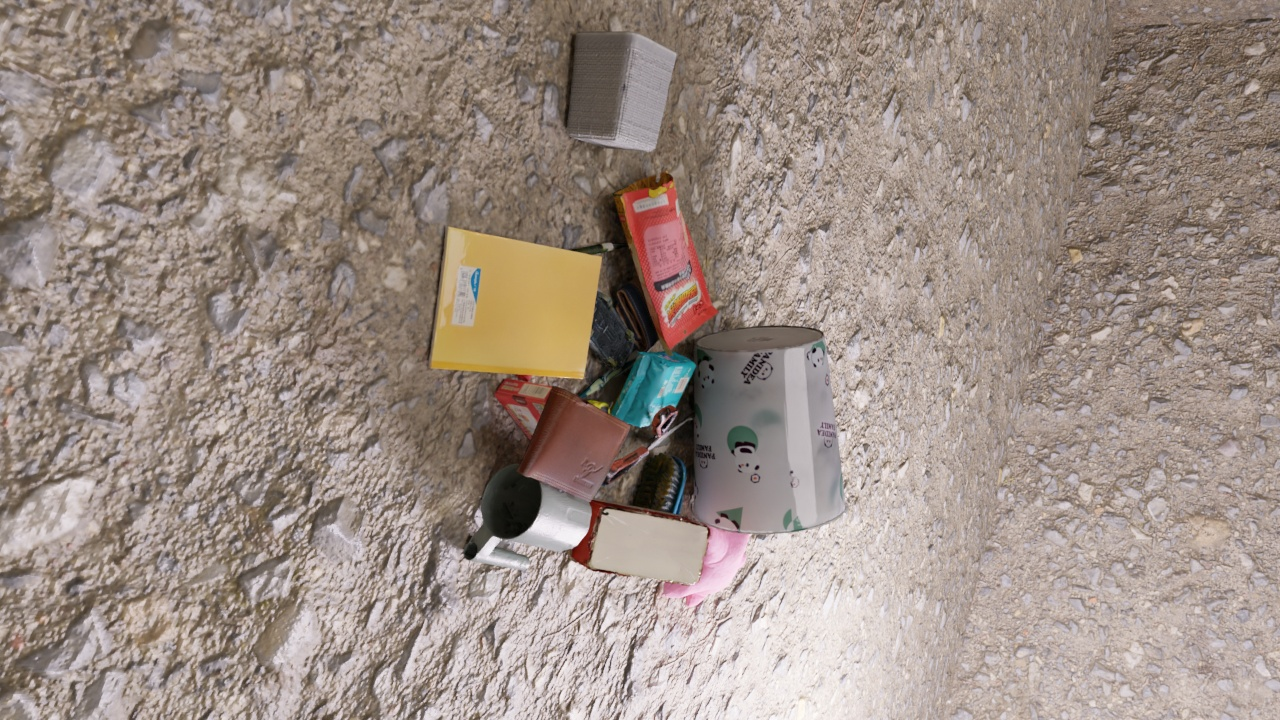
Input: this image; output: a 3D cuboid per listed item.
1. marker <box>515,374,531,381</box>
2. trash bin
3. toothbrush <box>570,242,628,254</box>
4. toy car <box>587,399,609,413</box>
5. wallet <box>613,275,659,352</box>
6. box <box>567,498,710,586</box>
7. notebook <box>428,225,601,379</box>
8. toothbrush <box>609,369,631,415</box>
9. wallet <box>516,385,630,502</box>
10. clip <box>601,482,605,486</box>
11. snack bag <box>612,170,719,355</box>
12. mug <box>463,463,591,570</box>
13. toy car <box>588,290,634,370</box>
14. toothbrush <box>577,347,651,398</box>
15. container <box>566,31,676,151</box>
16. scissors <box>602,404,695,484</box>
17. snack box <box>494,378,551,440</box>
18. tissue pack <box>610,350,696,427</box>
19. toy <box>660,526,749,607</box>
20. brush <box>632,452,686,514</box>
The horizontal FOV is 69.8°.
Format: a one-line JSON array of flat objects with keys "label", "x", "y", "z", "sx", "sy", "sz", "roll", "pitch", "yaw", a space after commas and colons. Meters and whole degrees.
[{"label": "marker", "x": -0.103, "y": -0.040, "z": 1.054, "sx": 0.017, "sy": 0.017, "sz": 0.145, "roll": 50, "pitch": 59, "yaw": -47}, {"label": "trash bin", "x": 0.175, "y": 0.089, "z": 1.309, "sx": 0.228, "sy": 0.230, "sz": 0.252, "roll": -20, "pitch": 108, "yaw": -50}, {"label": "toothbrush", "x": -0.046, "y": -0.139, "z": 1.110, "sx": 0.185, "sy": 0.012, "sz": 0.017, "roll": -21, "pitch": 109, "yaw": -50}, {"label": "toy car", "x": -0.062, "y": 0.101, "z": 1.134, "sx": 0.048, "sy": 0.032, "sz": 0.105, "roll": 21, "pitch": 83, "yaw": -54}, {"label": "wallet", "x": 0.018, "y": -0.075, "z": 1.185, "sx": 0.115, "sy": 0.033, "sz": 0.090, "roll": -41, "pitch": 115, "yaw": -41}, {"label": "box", "x": 0.003, "y": 0.234, "z": 1.163, "sx": 0.168, "sy": 0.078, "sz": 0.091, "roll": 15, "pitch": 85, "yaw": -28}, {"label": "notebook", "x": -0.129, "y": -0.056, "z": 0.989, "sx": 0.206, "sy": 0.010, "sz": 0.146, "roll": 5, "pitch": 95, "yaw": -44}, {"label": "toothbrush", "x": -0.007, "y": 0.007, "z": 1.198, "sx": 0.016, "sy": 0.016, "sz": 0.189, "roll": 48, "pitch": 60, "yaw": -43}, {"label": "wallet", "x": -0.073, "y": 0.093, "z": 0.989, "sx": 0.124, "sy": 0.032, "sz": 0.101, "roll": 34, "pitch": 79, "yaw": -49}, {"label": "clip", "x": -0.051, "y": 0.130, "z": 1.162, "sx": 0.036, "sy": 0.025, "sz": 0.057, "roll": 33, "pitch": 67, "yaw": -59}, {"label": "snack bag", "x": 0.035, "y": -0.124, "z": 1.145, "sx": 0.128, "sy": 0.073, "sz": 0.208, "roll": -41, "pitch": 121, "yaw": -46}, {"label": "mug", "x": -0.128, "y": 0.184, "z": 1.036, "sx": 0.124, "sy": 0.083, "sz": 0.103, "roll": -50, "pitch": 144, "yaw": 6}, {"label": "toy car", "x": -0.047, "y": -0.037, "z": 1.113, "sx": 0.054, "sy": 0.037, "sz": 0.120, "roll": -60, "pitch": 141, "yaw": -20}, {"label": "toothbrush", "x": -0.045, "y": 0.026, "z": 1.139, "sx": 0.191, "sy": 0.018, "sz": 0.016, "roll": -37, "pitch": 113, "yaw": -37}, {"label": "container", "x": -0.025, "y": -0.300, "z": 1.035, "sx": 0.090, "sy": 0.090, "sz": 0.114, "roll": 1, "pitch": 101, "yaw": -54}, {"label": "scissors", "x": 0.016, "y": 0.104, "z": 1.185, "sx": 0.188, "sy": 0.015, "sz": 0.227, "roll": -41, "pitch": 166, "yaw": -21}, {"label": "snack box", "x": -0.098, "y": 0.080, "z": 1.041, "sx": 0.025, "sy": 0.075, "sz": 0.153, "roll": -59, "pitch": 140, "yaw": -28}, {"label": "tissue pack", "x": 0.016, "y": 0.035, "z": 1.170, "sx": 0.093, "sy": 0.050, "sz": 0.133, "roll": -65, "pitch": 162, "yaw": 10}, {"label": "toy", "x": 0.101, "y": 0.293, "z": 1.353, "sx": 0.178, "sy": 0.074, "sz": 0.195, "roll": -32, "pitch": 147, "yaw": -27}, {"label": "brush", "x": 0.027, "y": 0.202, "z": 1.261, "sx": 0.073, "sy": 0.055, "sz": 0.143, "roll": 35, "pitch": 70, "yaw": -50}]
